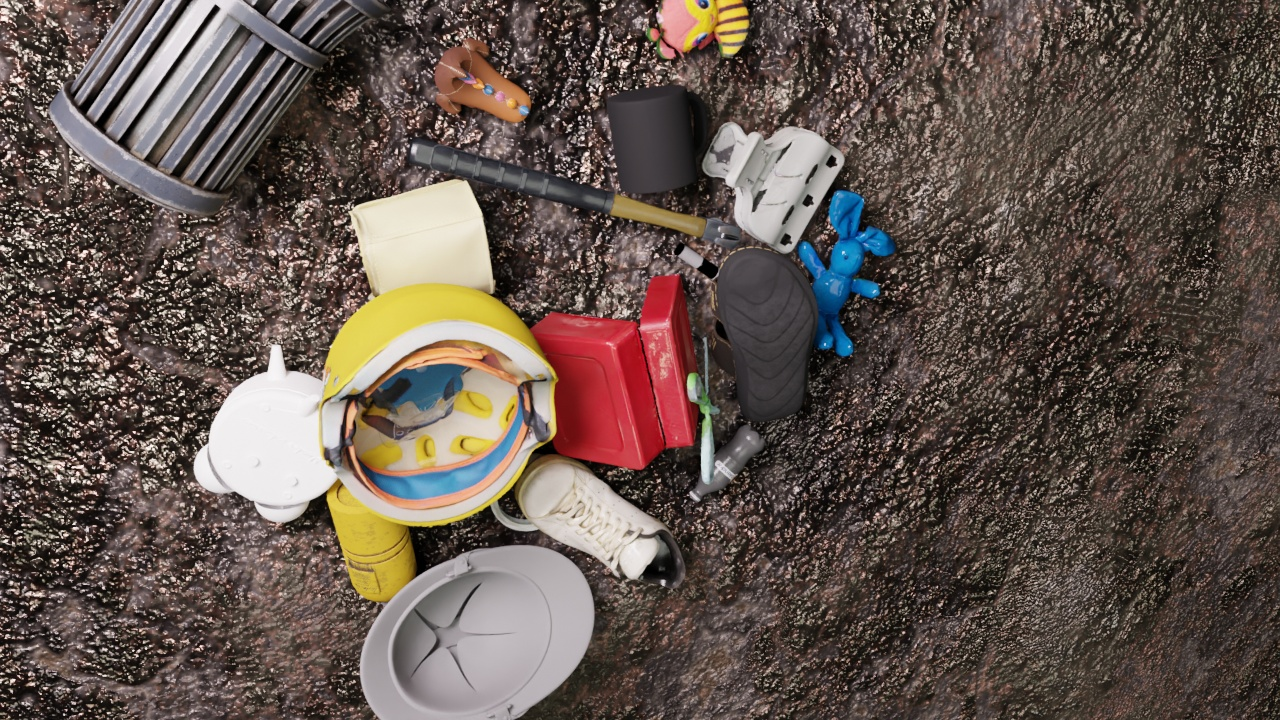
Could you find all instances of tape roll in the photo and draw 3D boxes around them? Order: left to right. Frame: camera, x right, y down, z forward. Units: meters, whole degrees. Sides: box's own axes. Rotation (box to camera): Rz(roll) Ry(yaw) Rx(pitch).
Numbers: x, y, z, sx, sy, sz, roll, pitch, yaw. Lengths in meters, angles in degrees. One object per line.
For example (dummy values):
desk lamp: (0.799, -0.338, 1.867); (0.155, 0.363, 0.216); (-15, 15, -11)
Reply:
tape roll: (-0.124, 0.149, 1.032); (0.093, 0.013, 0.093); (-6, 113, -16)

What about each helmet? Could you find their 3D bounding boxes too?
helmet: (-0.192, 0.026, 0.846); (0.208, 0.139, 0.241); (-5, 135, -22)
helmet: (-0.192, 0.305, 1.021); (0.270, 0.118, 0.183); (-15, 87, -35)

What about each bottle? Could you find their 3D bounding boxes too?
bottle: (-0.275, 0.194, 0.958); (0.071, 0.071, 0.164); (-12, 128, -14)
bottle: (0.100, 0.124, 1.084); (0.110, 0.036, 0.036); (-47, 118, 4)

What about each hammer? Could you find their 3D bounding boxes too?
hammer: (-0.056, -0.158, 0.884); (0.332, 0.118, 0.025); (12, 101, -17)

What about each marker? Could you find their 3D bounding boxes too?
marker: (0.094, -0.086, 1.007); (0.140, 0.016, 0.016); (31, 99, -27)

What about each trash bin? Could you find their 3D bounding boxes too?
trash bin: (-0.334, -0.242, 0.721); (0.164, 0.164, 0.227); (36, 100, -27)

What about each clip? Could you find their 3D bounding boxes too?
clip: (0.138, -0.190, 0.960); (0.142, 0.073, 0.125); (22, 101, -33)

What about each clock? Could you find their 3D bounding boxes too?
clock: (-0.348, 0.081, 0.884); (0.125, 0.072, 0.161); (33, 105, -21)

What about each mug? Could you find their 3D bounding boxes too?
mug: (0.024, -0.222, 0.901); (0.113, 0.078, 0.088); (-29, 121, -37)

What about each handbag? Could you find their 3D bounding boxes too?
handbag: (-0.205, -0.101, 0.863); (0.119, 0.081, 0.111); (-17, 138, -14)

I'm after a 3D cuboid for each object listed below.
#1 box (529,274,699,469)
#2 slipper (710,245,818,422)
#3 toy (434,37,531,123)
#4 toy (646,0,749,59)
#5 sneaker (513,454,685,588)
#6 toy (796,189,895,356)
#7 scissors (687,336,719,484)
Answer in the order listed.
box: (-0.028, 0.017, 0.963); (0.168, 0.153, 0.157); (-8, 116, 7)
slipper: (0.131, -0.031, 0.997); (0.113, 0.075, 0.268); (-14, 139, 2)
toy: (-0.138, -0.242, 0.818); (0.090, 0.103, 0.071); (26, 100, -19)
toy: (0.055, -0.329, 0.879); (0.103, 0.046, 0.084); (3, 104, -24)
sneaker: (-0.037, 0.193, 1.018); (0.241, 0.102, 0.089); (36, 95, -35)
toy: (0.231, -0.094, 1.023); (0.112, 0.071, 0.176); (10, 98, -25)
scissors: (0.070, 0.053, 0.992); (0.022, 0.171, 0.174); (-11, 78, 15)
